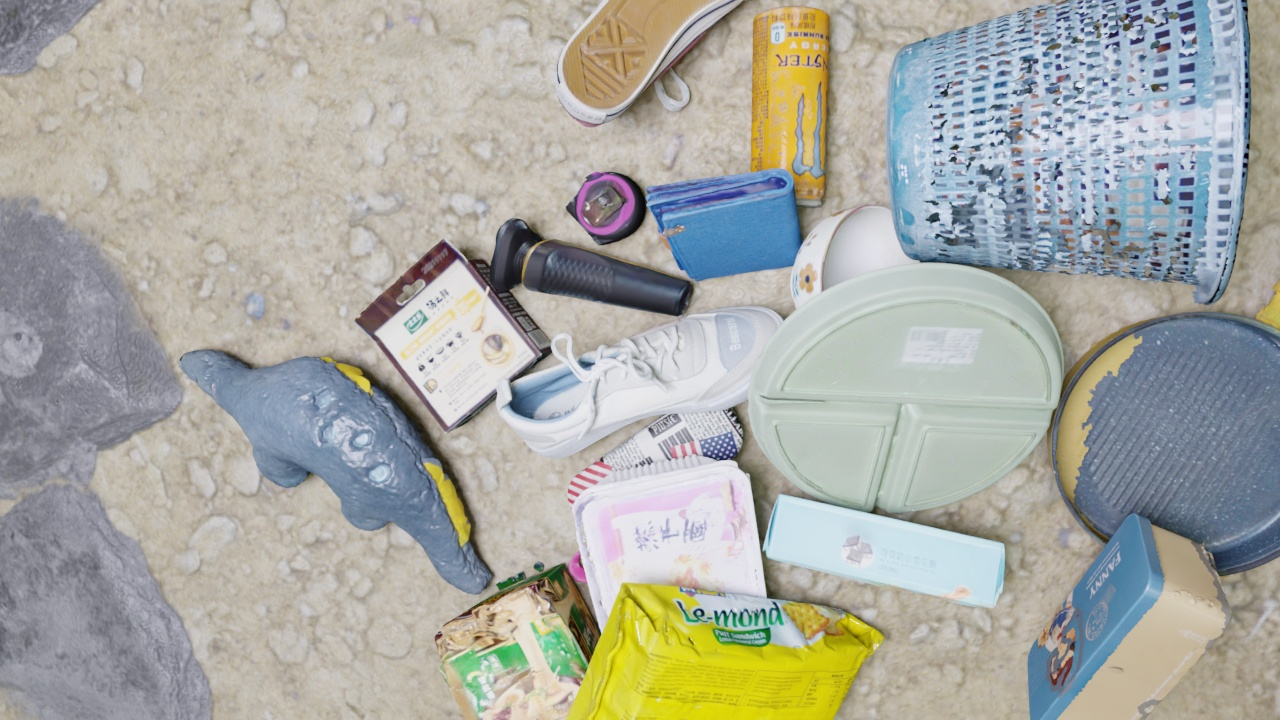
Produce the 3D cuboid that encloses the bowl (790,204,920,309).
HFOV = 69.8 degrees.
[{"bbox_3d":[0.155,-0.060,0.701,0.062,0.113,0.113,7,101,53],"label":"bowl"}]

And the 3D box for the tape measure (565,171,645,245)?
[{"bbox_3d":[-0.026,-0.126,0.751,0.058,0.039,0.057,-40,88,13],"label":"tape measure"}]

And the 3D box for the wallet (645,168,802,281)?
[{"bbox_3d":[0.067,-0.100,0.691,0.106,0.133,0.040,-7,72,12],"label":"wallet"}]

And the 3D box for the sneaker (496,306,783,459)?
[{"bbox_3d":[-0.004,0.004,0.724,0.243,0.091,0.089,-21,54,17],"label":"sneaker"}]

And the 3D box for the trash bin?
[{"bbox_3d":[0.273,-0.148,0.615,0.195,0.226,0.226,0,97,24],"label":"trash bin"}]

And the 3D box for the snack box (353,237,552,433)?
[{"bbox_3d":[-0.158,-0.021,0.784,0.113,0.053,0.125,-39,87,13],"label":"snack box"}]

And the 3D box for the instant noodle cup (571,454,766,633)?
[{"bbox_3d":[0.024,0.151,0.736,0.138,0.060,0.173,-12,115,-1],"label":"instant noodle cup"}]

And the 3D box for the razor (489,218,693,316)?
[{"bbox_3d":[-0.039,-0.071,0.756,0.167,0.067,0.062,14,109,0],"label":"razor"}]

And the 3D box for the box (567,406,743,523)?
[{"bbox_3d":[0.012,0.087,0.773,0.164,0.060,0.072,-33,111,14],"label":"box"}]

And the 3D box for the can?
[{"bbox_3d":[0.114,-0.191,0.705,0.058,0.058,0.146,1,97,11],"label":"can"}]

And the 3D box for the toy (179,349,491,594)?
[{"bbox_3d":[-0.267,0.071,0.807,0.356,0.091,0.138,33,130,7],"label":"toy"}]

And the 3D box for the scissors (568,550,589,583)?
[{"bbox_3d":[-0.003,0.205,0.800,0.133,0.017,0.133,19,96,6],"label":"scissors"}]

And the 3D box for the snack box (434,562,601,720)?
[{"bbox_3d":[-0.090,0.239,0.776,0.118,0.105,0.117,-26,93,14],"label":"snack box"}]

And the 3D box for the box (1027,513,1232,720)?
[{"bbox_3d":[0.349,0.197,0.663,0.062,0.089,0.185,20,121,9],"label":"box"}]

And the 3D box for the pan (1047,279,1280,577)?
[{"bbox_3d":[0.438,-0.007,0.651,0.198,0.078,0.358,27,101,7],"label":"pan"}]

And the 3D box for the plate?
[{"bbox_3d":[0.195,0.032,0.675,0.230,0.027,0.231,0,127,0],"label":"plate"}]

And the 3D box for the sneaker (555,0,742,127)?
[{"bbox_3d":[0.020,-0.270,0.703,0.118,0.088,0.241,41,81,-8],"label":"sneaker"}]

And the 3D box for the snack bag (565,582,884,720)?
[{"bbox_3d":[0.064,0.263,0.711,0.246,0.068,0.158,14,106,-27],"label":"snack bag"}]

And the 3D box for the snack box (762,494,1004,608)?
[{"bbox_3d":[0.186,0.149,0.718,0.175,0.074,0.051,11,79,10],"label":"snack box"}]
